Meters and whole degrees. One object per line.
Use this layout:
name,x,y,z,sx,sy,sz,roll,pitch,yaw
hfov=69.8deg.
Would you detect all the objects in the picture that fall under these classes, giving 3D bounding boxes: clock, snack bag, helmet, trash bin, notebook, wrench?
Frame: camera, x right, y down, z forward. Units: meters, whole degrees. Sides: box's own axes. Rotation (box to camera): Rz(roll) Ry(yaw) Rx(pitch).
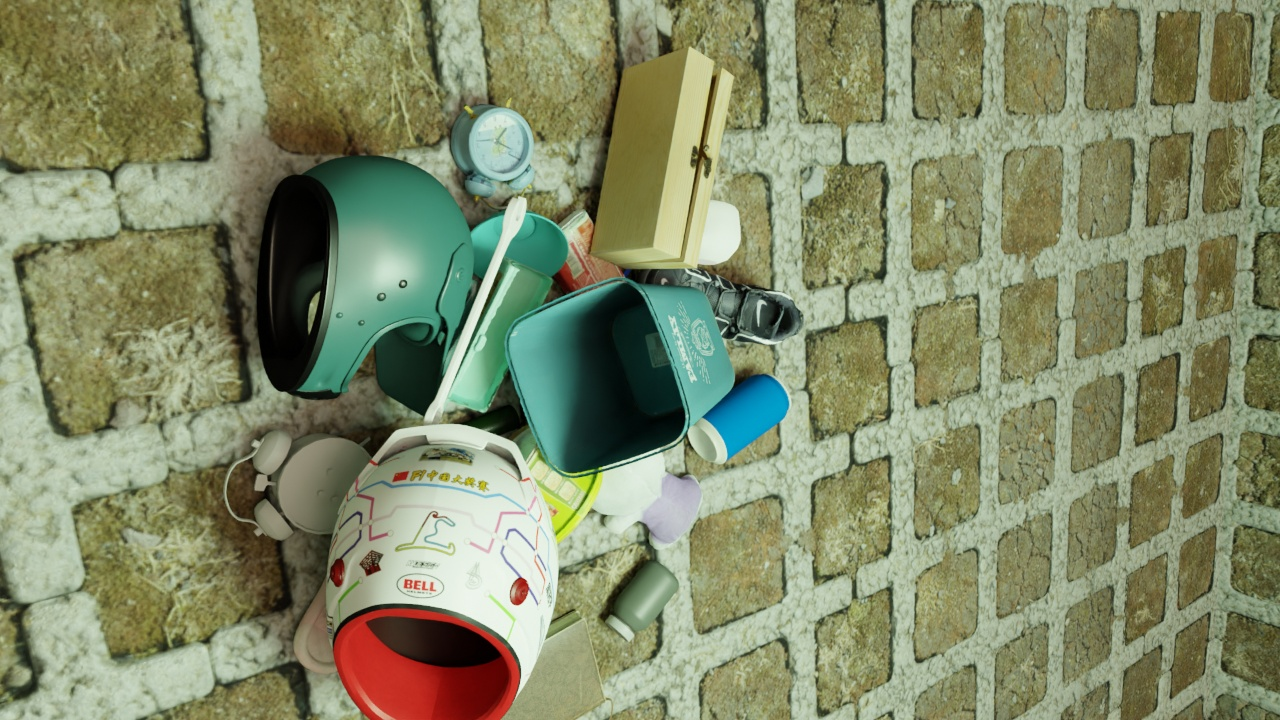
clock,-0.168,-0.238,1.065,0.088,0.052,0.124,-20,113,-31
snack bag,-0.074,-0.123,1.159,0.076,0.036,0.116,-44,119,-22
helmet,-0.201,0.219,0.955,0.231,0.235,0.315,7,130,-2
trash bin,-0.006,0.006,1.092,0.218,0.200,0.196,-20,90,-63
notebook,-0.144,0.458,1.215,0.215,0.034,0.190,-23,111,-29
helmet,-0.269,-0.071,0.950,0.199,0.177,0.275,-2,109,-48
wrench,-0.173,-0.054,0.970,0.009,0.047,0.273,18,76,5
clock,-0.362,0.133,0.989,0.159,0.061,0.120,-4,101,-35

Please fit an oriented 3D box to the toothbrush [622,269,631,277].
toothbrush,-0.047,-0.075,1.205,0.016,0.011,0.186,43,71,-32

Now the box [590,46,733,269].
box,0.026,-0.240,1.130,0.091,0.128,0.249,16,80,-37

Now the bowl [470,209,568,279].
bowl,-0.147,-0.144,1.083,0.121,0.121,0.046,23,42,-35

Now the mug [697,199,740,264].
mug,0.084,-0.172,1.216,0.123,0.090,0.076,20,76,-71

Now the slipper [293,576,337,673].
slipper,-0.309,0.258,1.052,0.107,0.056,0.221,42,75,-34

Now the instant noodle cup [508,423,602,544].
instant noodle cup,-0.127,0.149,1.112,0.098,0.146,0.146,41,74,-22

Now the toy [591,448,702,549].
toy,0.002,0.174,1.239,0.209,0.086,0.137,42,75,-38

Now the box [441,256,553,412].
box,-0.168,-0.023,1.060,0.078,0.112,0.187,26,96,-15

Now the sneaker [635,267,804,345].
sneaker,0.119,-0.070,1.233,0.252,0.151,0.097,11,92,-35

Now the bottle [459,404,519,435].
bottle,-0.206,0.088,1.108,0.122,0.033,0.033,-22,110,-30

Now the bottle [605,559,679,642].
bottle,0.002,0.335,1.279,0.108,0.060,0.060,-48,121,-19

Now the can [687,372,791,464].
can,0.142,0.082,1.320,0.145,0.079,0.079,-32,115,-26
